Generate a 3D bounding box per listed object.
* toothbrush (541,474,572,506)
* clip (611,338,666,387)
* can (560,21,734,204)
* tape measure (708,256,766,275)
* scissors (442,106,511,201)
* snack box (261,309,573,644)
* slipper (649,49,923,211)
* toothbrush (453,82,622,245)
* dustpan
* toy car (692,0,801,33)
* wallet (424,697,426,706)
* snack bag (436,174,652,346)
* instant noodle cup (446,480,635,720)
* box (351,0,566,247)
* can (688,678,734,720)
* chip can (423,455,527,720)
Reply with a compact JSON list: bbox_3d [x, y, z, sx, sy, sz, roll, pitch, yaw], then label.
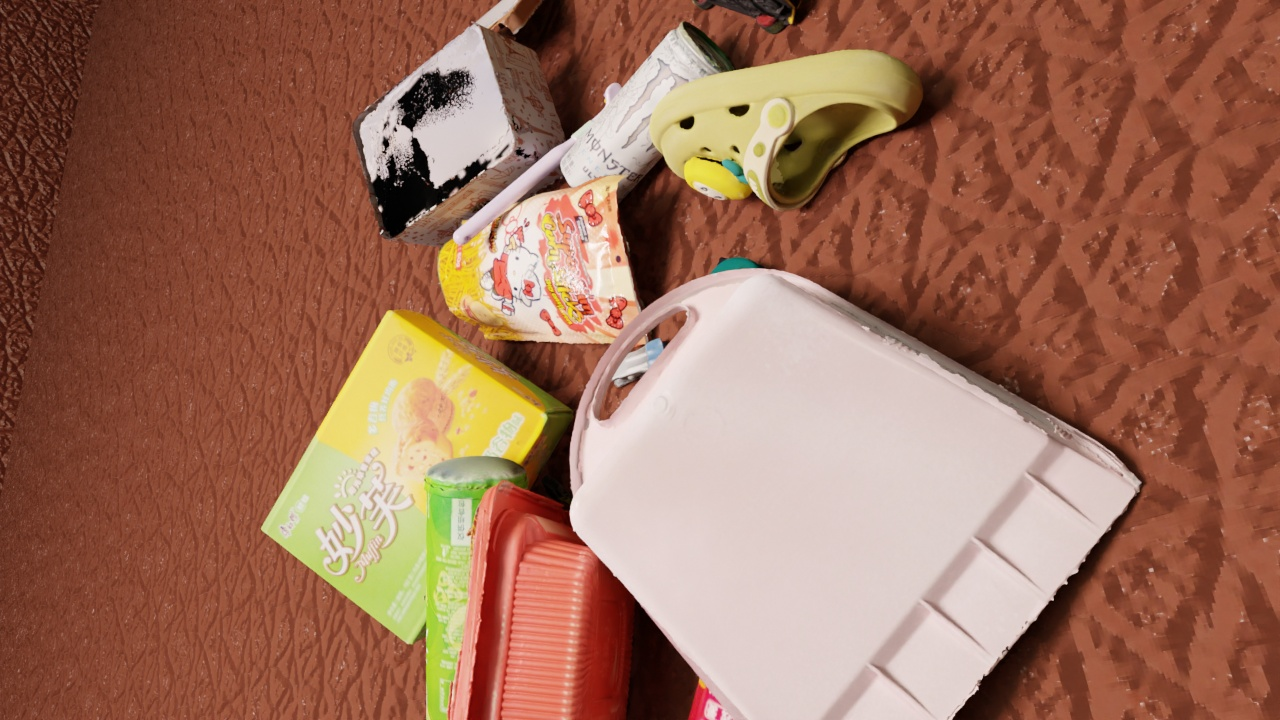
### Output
[{"bbox_3d":[-0.017,0.124,0.650,0.012,0.017,0.186,-40,39,-20],"label":"toothbrush"},{"bbox_3d":[-0.003,0.004,0.679,0.057,0.029,0.024,-22,63,28],"label":"clip"},{"bbox_3d":[0.003,-0.185,0.705,0.147,0.058,0.058,-43,49,28],"label":"can"},{"bbox_3d":[0.063,-0.043,0.618,0.055,0.025,0.058,-54,46,20],"label":"tape measure"},{"bbox_3d":[-0.154,-0.198,0.905,0.173,0.019,0.179,-12,67,45],"label":"scissors"},{"bbox_3d":[-0.174,0.088,0.721,0.158,0.070,0.210,32,94,13],"label":"snack box"},{"bbox_3d":[0.084,-0.140,0.585,0.191,0.091,0.081,-3,77,42],"label":"slipper"},{"bbox_3d":[-0.081,-0.158,0.743,0.021,0.029,0.189,37,74,30],"label":"toothbrush"},{"bbox_3d":[0.082,0.066,0.511,0.273,0.139,0.222,41,93,8],"label":"dustpan"},{"bbox_3d":[0.055,-0.283,0.675,0.156,0.071,0.041,40,107,46],"label":"toy car"},{"bbox_3d":[-0.120,0.240,0.717,0.096,0.020,0.122,28,96,42],"label":"wallet"},{"bbox_3d":[-0.077,-0.072,0.739,0.208,0.073,0.128,0,101,46],"label":"snack bag"},{"bbox_3d":[-0.055,0.178,0.584,0.079,0.164,0.188,0,75,15],"label":"instant noodle cup"},{"bbox_3d":[-0.165,-0.243,0.846,0.179,0.124,0.273,-26,52,30],"label":"box"},{"bbox_3d":[0.056,0.199,0.520,0.053,0.053,0.132,12,85,48],"label":"can"},{"bbox_3d":[-0.115,0.177,0.640,0.073,0.072,0.221,8,99,47],"label":"chip can"}]
